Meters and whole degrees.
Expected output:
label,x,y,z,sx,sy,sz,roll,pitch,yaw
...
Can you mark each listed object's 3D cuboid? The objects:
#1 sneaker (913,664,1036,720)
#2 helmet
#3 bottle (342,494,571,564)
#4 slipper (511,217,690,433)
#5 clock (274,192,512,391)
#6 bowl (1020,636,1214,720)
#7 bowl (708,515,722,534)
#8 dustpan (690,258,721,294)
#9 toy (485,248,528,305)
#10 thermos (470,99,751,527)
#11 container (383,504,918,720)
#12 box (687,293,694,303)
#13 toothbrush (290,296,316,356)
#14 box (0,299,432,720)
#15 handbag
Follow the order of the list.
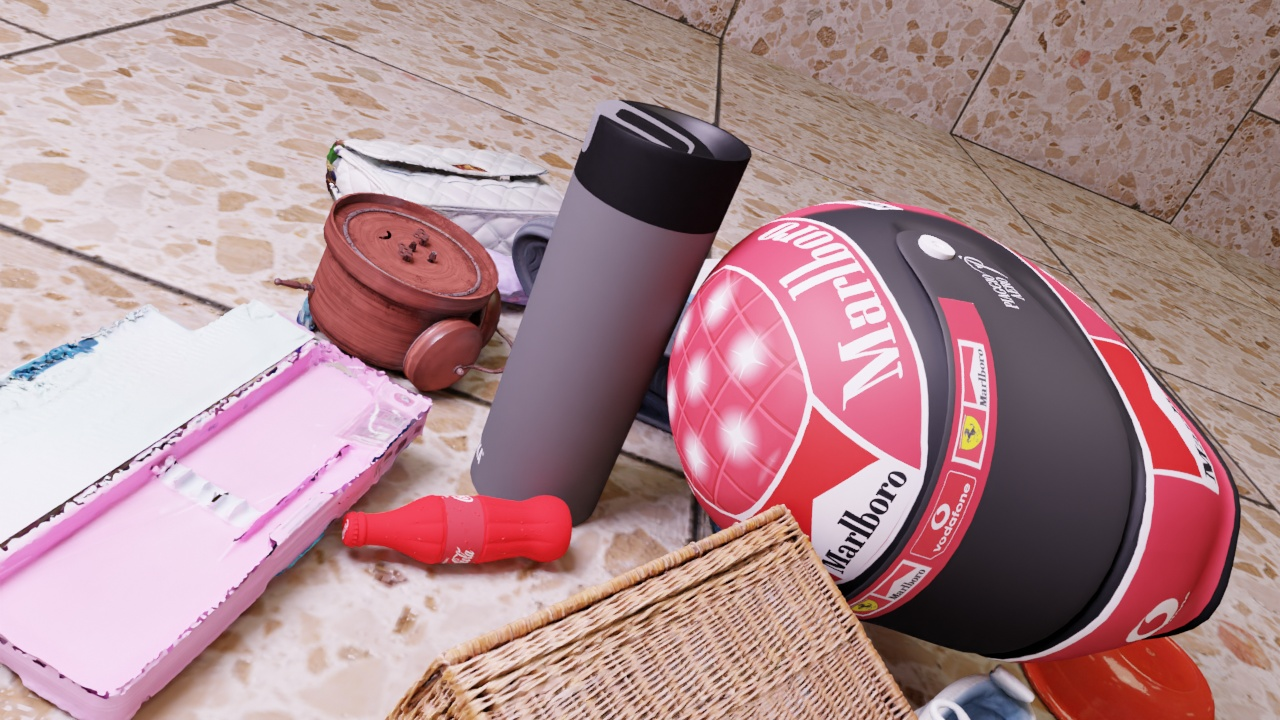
label,x,y,z,sx,sy,sz,roll,pitch,yaw
sneaker,0.119,0.210,0.381,0.089,0.091,0.241,34,30,17
helmet,0.130,0.029,0.481,0.224,0.198,0.270,7,35,-27
bottle,-0.096,0.090,0.488,0.118,0.036,0.036,6,32,-29
slipper,-0.004,0.004,0.662,0.268,0.111,0.083,36,56,15
clock,-0.152,-0.043,0.625,0.157,0.072,0.120,31,26,-7
bowl,0.314,0.202,0.591,0.130,0.045,0.130,18,28,-10
bowl,0.104,0.103,0.597,0.110,0.055,0.110,19,28,-10
dustpan,0.144,-0.070,0.843,0.258,0.053,0.191,12,23,21
toy,-0.101,-0.067,0.764,0.099,0.036,0.080,13,19,-29
thermos,-0.024,-0.021,0.516,0.082,0.241,0.082,18,28,-10
container,0.003,0.152,0.355,0.198,0.114,0.112,-11,58,-44
box,0.076,0.000,0.711,0.210,0.068,0.059,20,-13,40
toothbrush,-0.214,0.009,0.562,0.016,0.017,0.188,14,28,-19
box,-0.227,0.046,0.443,0.159,0.035,0.229,30,33,5
handbag,-0.164,-0.149,0.818,0.194,0.073,0.139,-7,39,-45
